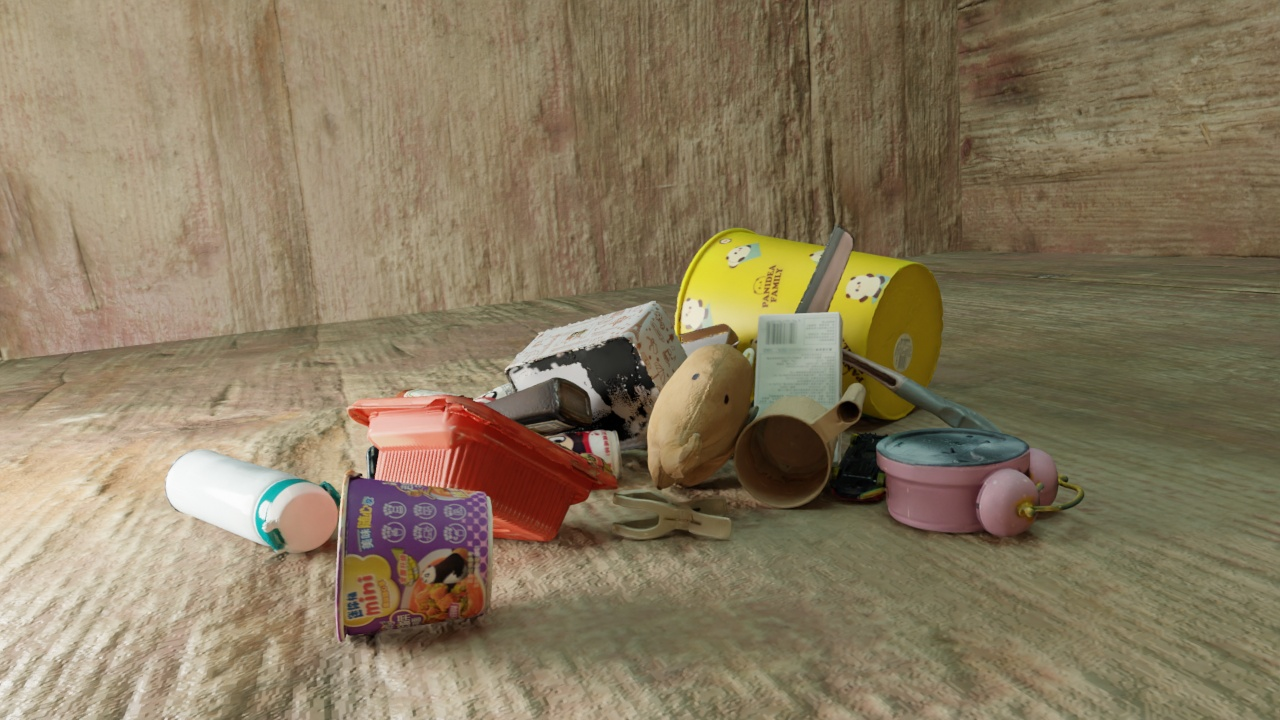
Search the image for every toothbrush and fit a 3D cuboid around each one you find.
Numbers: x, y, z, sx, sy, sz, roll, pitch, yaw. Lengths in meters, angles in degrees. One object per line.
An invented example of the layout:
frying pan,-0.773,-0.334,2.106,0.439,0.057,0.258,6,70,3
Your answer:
toothbrush,-0.270,0.124,0.945,0.027,0.026,0.213,-42,18,-6
toothbrush,0.101,0.031,0.985,0.016,0.018,0.190,-1,29,19

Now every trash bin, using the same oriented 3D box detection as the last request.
trash bin,0.211,-0.040,1.127,0.256,0.230,0.229,12,18,42

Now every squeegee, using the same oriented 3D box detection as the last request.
squeegee,0.263,0.025,0.951,0.250,0.248,0.040,30,21,18

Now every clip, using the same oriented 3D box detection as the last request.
clip,0.025,0.129,0.755,0.097,0.034,0.061,4,9,1

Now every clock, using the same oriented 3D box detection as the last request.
clock,0.267,0.097,0.733,0.159,0.060,0.117,2,11,38

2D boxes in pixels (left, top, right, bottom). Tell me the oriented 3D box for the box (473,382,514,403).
box,-0.164,0.076,1.036,0.163,0.081,0.075,-30,4,-19

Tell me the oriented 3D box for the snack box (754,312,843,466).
snack box,0.159,0.028,0.923,0.085,0.156,0.027,-1,-17,19

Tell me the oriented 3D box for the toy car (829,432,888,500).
toy car,0.206,0.098,0.832,0.049,0.031,0.106,2,25,29

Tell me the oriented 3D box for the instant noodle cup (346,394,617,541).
instant noodle cup,-0.133,0.090,0.738,0.165,0.079,0.188,-7,-31,42

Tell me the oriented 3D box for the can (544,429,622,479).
can,-0.087,0.100,0.902,0.132,0.053,0.053,-6,10,-8

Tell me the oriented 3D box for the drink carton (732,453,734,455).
drink carton,0.146,0.075,0.962,0.123,0.045,0.053,-1,10,21

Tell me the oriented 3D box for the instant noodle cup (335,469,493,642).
instant noodle cup,-0.152,0.131,0.622,0.099,0.111,0.111,2,8,-12

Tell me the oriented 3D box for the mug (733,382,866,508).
mug,0.150,0.067,0.828,0.125,0.084,0.103,-41,-4,19

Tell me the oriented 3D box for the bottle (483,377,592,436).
bottle,-0.147,0.068,0.931,0.195,0.044,0.080,-19,-25,23

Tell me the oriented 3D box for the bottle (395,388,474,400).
bottle,-0.207,0.074,1.114,0.206,0.060,0.059,6,13,24

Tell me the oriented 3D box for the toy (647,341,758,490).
toy,0.051,0.048,0.797,0.082,0.143,0.226,17,-2,12

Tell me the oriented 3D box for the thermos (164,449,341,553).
thermos,-0.355,0.126,0.842,0.225,0.073,0.073,4,13,42

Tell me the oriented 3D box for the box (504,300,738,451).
box,-0.005,0.006,1.009,0.183,0.156,0.191,-13,26,34
